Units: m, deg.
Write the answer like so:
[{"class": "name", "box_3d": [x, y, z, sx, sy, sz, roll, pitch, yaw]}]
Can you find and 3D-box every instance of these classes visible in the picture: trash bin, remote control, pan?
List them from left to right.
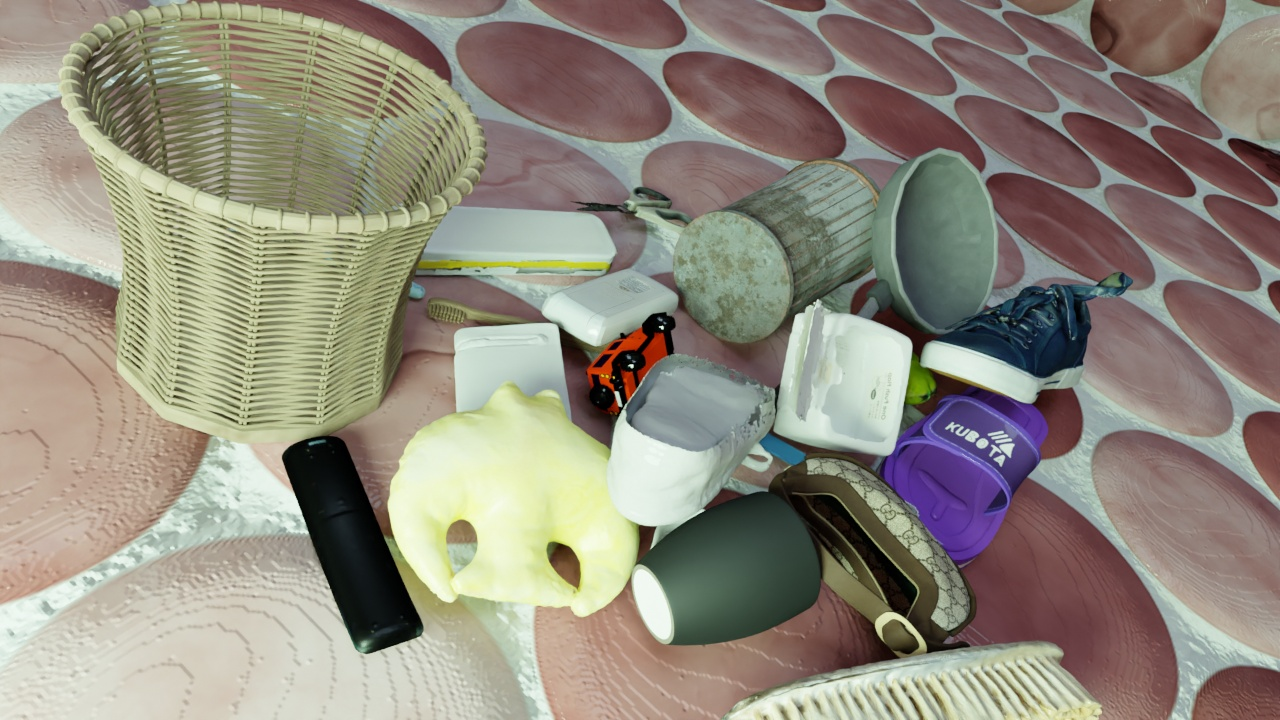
[{"class": "remote control", "box_3d": [-0.174, 0.105, 0.551, 0.041, 0.020, 0.152, -11, 52, -35]}, {"class": "remote control", "box_3d": [-0.023, -0.048, 0.781, 0.060, 0.025, 0.138, 31, 29, 21]}, {"class": "trash bin", "box_3d": [0.141, -0.110, 0.877, 0.131, 0.131, 0.210, 40, 43, 18]}, {"class": "pan", "box_3d": [0.223, -0.062, 0.844, 0.356, 0.041, 0.179, -41, 115, -30]}]

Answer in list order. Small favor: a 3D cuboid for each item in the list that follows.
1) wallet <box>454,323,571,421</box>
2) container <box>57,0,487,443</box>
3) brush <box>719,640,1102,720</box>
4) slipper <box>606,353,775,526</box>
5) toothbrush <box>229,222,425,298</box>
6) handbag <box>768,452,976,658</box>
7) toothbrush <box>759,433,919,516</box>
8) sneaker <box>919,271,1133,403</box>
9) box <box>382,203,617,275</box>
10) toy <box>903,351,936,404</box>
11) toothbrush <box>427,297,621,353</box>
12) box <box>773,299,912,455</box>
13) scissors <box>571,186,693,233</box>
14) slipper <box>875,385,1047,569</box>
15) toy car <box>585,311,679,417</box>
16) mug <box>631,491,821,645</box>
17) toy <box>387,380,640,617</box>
[{"class": "wallet", "box_3d": [-0.097, 0.021, 0.682, 0.086, 0.032, 0.116, 2, 45, -11]}, {"class": "container", "box_3d": [-0.233, -0.082, 0.587, 0.226, 0.197, 0.226, 15, 40, -13]}, {"class": "brush", "box_3d": [0.165, 0.219, 0.554, 0.270, 0.083, 0.056, 2, 44, -27]}, {"class": "slipper", "box_3d": [0.042, 0.050, 0.655, 0.112, 0.075, 0.246, 36, 22, 8]}, {"class": "toothbrush", "box_3d": [-0.245, -0.079, 0.724, 0.155, 0.016, 0.022, 20, 29, -8]}, {"class": "handbag", "box_3d": [0.156, 0.137, 0.634, 0.138, 0.063, 0.166, 7, 40, -48]}, {"class": "toothbrush", "box_3d": [0.144, 0.086, 0.729, 0.167, 0.014, 0.016, 29, 54, 17]}, {"class": "sneaker", "box_3d": [0.363, -0.033, 0.860, 0.121, 0.127, 0.293, 23, 19, 37]}, {"class": "box", "box_3d": [-0.121, -0.104, 0.807, 0.209, 0.033, 0.064, -3, 49, -30]}, {"class": "toy", "box_3d": [0.243, 0.008, 0.873, 0.094, 0.036, 0.093, -9, 43, -41]}, {"class": "toothbrush", "box_3d": [-0.090, -0.026, 0.746, 0.166, 0.016, 0.016, 12, 40, -15]}, {"class": "box", "box_3d": [0.143, 0.011, 0.718, 0.083, 0.110, 0.190, 5, -9, 38]}, {"class": "scissors", "box_3d": [-0.001, -0.145, 0.906, 0.132, 0.013, 0.169, 30, 26, 0]}, {"class": "slipper", "box_3d": [0.296, 0.070, 0.792, 0.107, 0.084, 0.265, 41, 41, 18]}, {"class": "toy car", "box_3d": [-0.004, 0.004, 0.727, 0.049, 0.051, 0.100, 4, 33, 27]}, {"class": "mug", "box_3d": [0.041, 0.133, 0.599, 0.100, 0.085, 0.119, -16, 24, -26]}, {"class": "toy", "box_3d": [-0.075, 0.086, 0.591, 0.170, 0.065, 0.154, 13, 55, -23]}]
